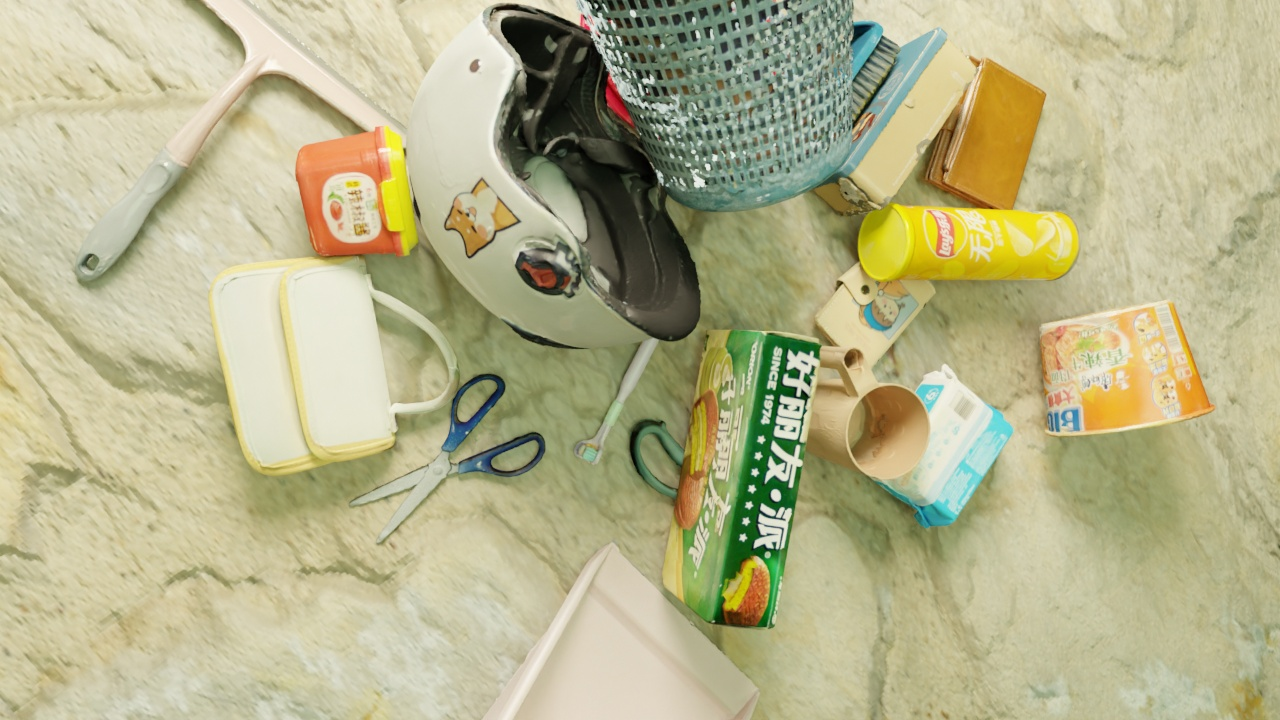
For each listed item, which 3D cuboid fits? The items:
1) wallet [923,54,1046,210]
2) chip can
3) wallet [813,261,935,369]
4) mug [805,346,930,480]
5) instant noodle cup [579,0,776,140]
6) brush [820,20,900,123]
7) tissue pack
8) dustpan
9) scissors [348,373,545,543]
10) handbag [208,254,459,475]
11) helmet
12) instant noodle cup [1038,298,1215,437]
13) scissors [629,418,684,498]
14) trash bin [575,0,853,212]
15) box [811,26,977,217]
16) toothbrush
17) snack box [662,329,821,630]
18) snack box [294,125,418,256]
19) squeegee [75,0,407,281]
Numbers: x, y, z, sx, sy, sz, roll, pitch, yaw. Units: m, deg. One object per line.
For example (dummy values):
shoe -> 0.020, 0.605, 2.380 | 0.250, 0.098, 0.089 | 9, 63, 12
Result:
wallet -> 0.336, -0.222, 0.898 | 0.119, 0.035, 0.130 | 19, 88, -19
chip can -> 0.313, -0.109, 0.867 | 0.213, 0.072, 0.072 | -1, 93, -23
wallet -> 0.222, -0.054, 0.880 | 0.115, 0.024, 0.087 | -47, 109, -10
mug -> 0.188, 0.042, 0.831 | 0.084, 0.104, 0.124 | -32, 101, -14
instant noodle cup -> 0.048, -0.287, 0.791 | 0.193, 0.066, 0.194 | -1, 94, -18
brush -> 0.173, -0.252, 0.836 | 0.073, 0.055, 0.143 | 36, 83, -16
tissue pack -> 0.288, 0.084, 0.886 | 0.090, 0.063, 0.140 | 38, 81, -14
dustpan -> -0.020, 0.333, 0.766 | 0.222, 0.139, 0.273 | 44, 81, -14
scissors -> -0.162, 0.079, 0.774 | 0.165, 0.012, 0.157 | 1, 95, -16
handbag -> -0.235, -0.003, 0.725 | 0.178, 0.063, 0.163 | -11, 98, -20
helmet -> -0.080, -0.120, 0.701 | 0.157, 0.229, 0.274 | -20, 109, 25
instant noodle cup -> 0.466, 0.006, 0.900 | 0.151, 0.151, 0.111 | -11, 88, -17
scissors -> 0.083, 0.069, 0.846 | 0.170, 0.019, 0.179 | 31, 83, -15
trash bin -> 0.064, -0.225, 0.664 | 0.226, 0.226, 0.195 | -29, 127, -14
box -> 0.231, -0.219, 0.840 | 0.059, 0.090, 0.184 | 35, 80, -15
toothbrush -> -0.005, 0.005, 0.815 | 0.189, 0.029, 0.021 | -62, 147, -7
snack box -> 0.083, 0.094, 0.778 | 0.063, 0.114, 0.240 | 10, 90, -18
snack box -> -0.218, -0.128, 0.705 | 0.080, 0.082, 0.091 | -9, 119, -11
squeegee -> -0.342, -0.159, 0.691 | 0.247, 0.040, 0.249 | 38, 83, -17
